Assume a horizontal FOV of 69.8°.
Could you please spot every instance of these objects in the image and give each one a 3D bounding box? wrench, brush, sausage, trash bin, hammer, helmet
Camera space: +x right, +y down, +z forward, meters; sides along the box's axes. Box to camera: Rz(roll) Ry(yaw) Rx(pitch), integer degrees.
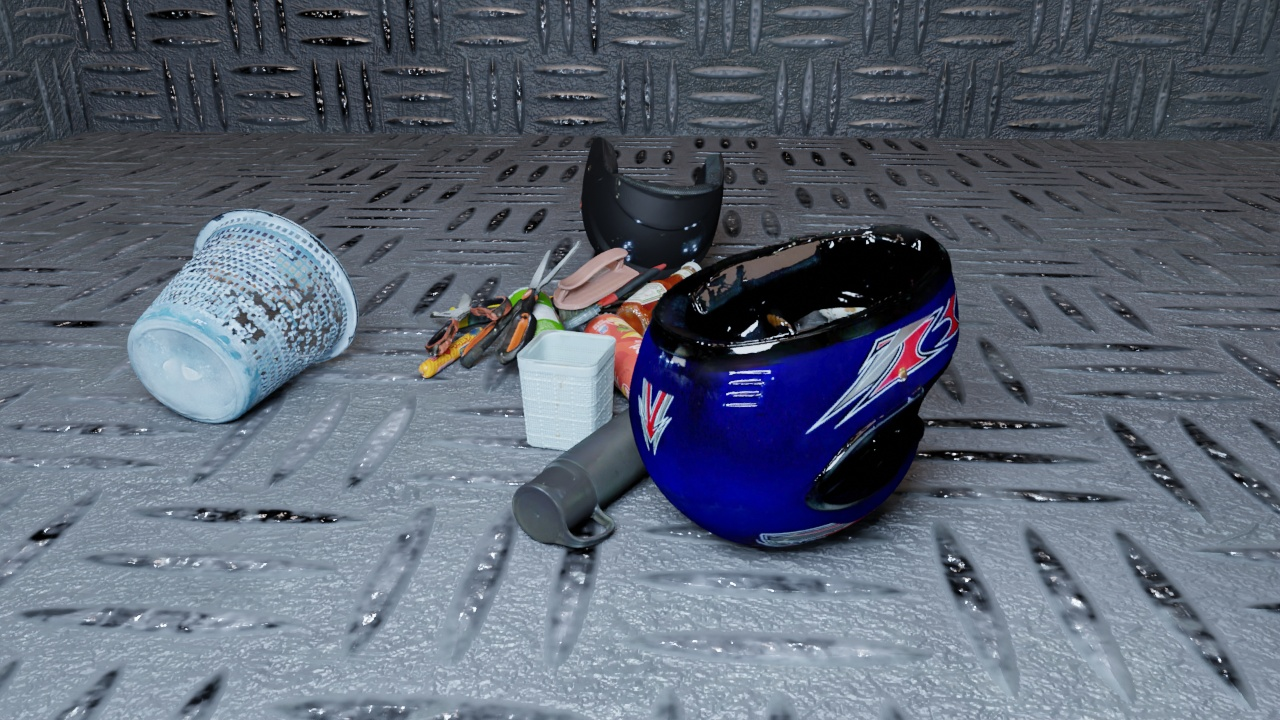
[{"bbox_3d":[-0.032,-0.092,1.280,0.056,0.016,0.272,-23,9,32],"label":"wrench"},{"bbox_3d":[-0.071,-0.112,1.345,0.063,0.073,0.145,31,44,29],"label":"brush"},{"bbox_3d":[-0.253,-0.012,1.243,0.021,0.021,0.164,8,24,18],"label":"sausage"},{"bbox_3d":[-0.487,-0.038,1.099,0.227,0.227,0.194,5,36,13],"label":"trash bin"},{"bbox_3d":[-0.130,-0.087,1.409,0.322,0.032,0.126,-9,24,-19],"label":"hammer"},{"bbox_3d":[0.014,-0.249,1.545,0.233,0.230,0.274,7,8,-11],"label":"helmet"},{"bbox_3d":[0.145,0.034,0.835,0.314,0.241,0.247,-23,31,-23],"label":"helmet"}]

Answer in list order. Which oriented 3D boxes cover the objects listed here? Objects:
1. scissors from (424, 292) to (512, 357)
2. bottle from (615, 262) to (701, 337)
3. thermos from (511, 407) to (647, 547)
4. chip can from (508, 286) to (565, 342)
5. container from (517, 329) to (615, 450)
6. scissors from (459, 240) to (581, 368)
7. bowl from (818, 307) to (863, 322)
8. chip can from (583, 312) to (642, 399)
[{"bbox_3d":[-0.243,-0.060,1.258,0.189,0.015,0.225,-21,24,25],"label":"scissors"},{"bbox_3d":[0.034,-0.094,1.360,0.060,0.060,0.205,12,32,26],"label":"bottle"},{"bbox_3d":[-0.021,0.107,0.919,0.090,0.069,0.241,42,39,11],"label":"thermos"},{"bbox_3d":[-0.133,-0.030,1.219,0.072,0.072,0.236,-6,23,-13],"label":"chip can"},{"bbox_3d":[-0.079,0.035,1.012,0.090,0.112,0.090,7,24,14],"label":"container"},{"bbox_3d":[-0.162,-0.068,1.209,0.229,0.021,0.220,-36,29,20],"label":"scissors"},{"bbox_3d":[0.308,-0.084,1.357,0.113,0.062,0.113,1,22,0],"label":"bowl"},{"bbox_3d":[-0.007,0.007,1.133,0.073,0.073,0.216,-8,24,-19],"label":"chip can"}]
